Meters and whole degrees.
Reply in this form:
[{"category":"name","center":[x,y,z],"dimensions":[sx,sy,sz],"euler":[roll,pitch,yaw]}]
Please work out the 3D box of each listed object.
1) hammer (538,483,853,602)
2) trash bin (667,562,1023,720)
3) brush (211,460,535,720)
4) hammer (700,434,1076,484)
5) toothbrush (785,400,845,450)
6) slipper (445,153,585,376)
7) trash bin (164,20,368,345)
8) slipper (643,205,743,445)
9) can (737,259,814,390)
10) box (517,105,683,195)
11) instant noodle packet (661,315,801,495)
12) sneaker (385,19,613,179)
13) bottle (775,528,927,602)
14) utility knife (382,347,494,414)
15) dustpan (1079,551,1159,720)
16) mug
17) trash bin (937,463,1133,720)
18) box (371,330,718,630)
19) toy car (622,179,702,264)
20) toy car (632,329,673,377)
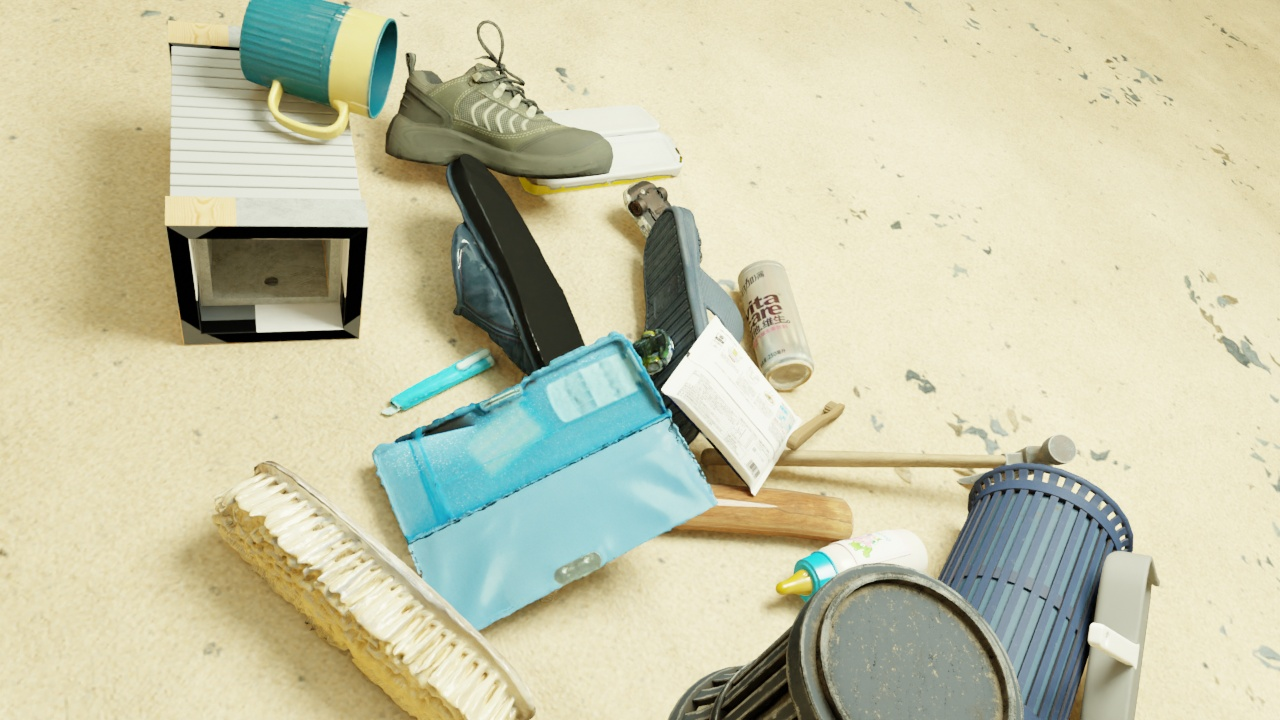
[{"category":"hammer","center":[0.046,0.132,0.788],"dimensions":[0.300,0.037,0.157],"euler":[6,51,-15]},{"category":"trash bin","center":[0.125,0.243,0.602],"dimensions":[0.164,0.228,0.164],"euler":[10,51,-13]},{"category":"brush","center":[-0.187,0.173,0.638],"dimensions":[0.271,0.083,0.056],"euler":[38,49,10]},{"category":"hammer","center":[0.221,0.095,0.853],"dimensions":[0.331,0.119,0.030],"euler":[0,72,-8]},{"category":"toothbrush","center":[0.164,0.059,0.860],"dimensions":[0.016,0.016,0.166],"euler":[26,19,20]},{"category":"slipper","center":[-0.132,-0.062,0.857],"dimensions":[0.265,0.084,0.108],"euler":[63,16,14]},{"category":"trash bin","center":[-0.330,-0.157,0.807],"dimensions":[0.142,0.143,0.246],"euler":[-3,55,-22]},{"category":"slipper","center":[0.057,-0.035,0.883],"dimensions":[0.082,0.101,0.263],"euler":[15,54,-25]},{"category":"can","center":[0.138,-0.037,0.945],"dimensions":[0.054,0.054,0.135],"euler":[4,53,-18]},{"category":"box","center":[-0.060,-0.250,1.063],"dimensions":[0.209,0.034,0.129],"euler":[-14,56,-28]},{"category":"instant noodle packet","center":[0.082,0.039,0.787],"dimensions":[0.134,0.026,0.086],"euler":[49,62,-22]},{"category":"sneaker","center":[-0.137,-0.262,0.934],"dimensions":[0.238,0.143,0.101],"euler":[10,11,7]},{"category":"bottle","center":[0.178,0.181,0.789],"dimensions":[0.146,0.051,0.051],"euler":[-7,56,-25]},{"category":"utility knife","center":[-0.179,0.018,0.811],"dimensions":[0.116,0.016,0.022],"euler":[-30,55,-33]},{"category":"dustpan","center":[0.366,0.225,0.698],"dimensions":[0.257,0.033,0.163],"euler":[31,70,-45]},{"category":"mug","center":[-0.267,-0.240,0.753],"dimensions":[0.107,0.083,0.113],"euler":[15,77,-9]},{"category":"trash bin","center":[0.299,0.216,0.750],"dimensions":[0.139,0.140,0.248],"euler":[36,51,9]},{"category":"box","center":[-0.078,0.094,0.721],"dimensions":[0.231,0.033,0.174],"euler":[-25,63,-8]},{"category":"toy car","center":[0.022,-0.143,0.990],"dimensions":[0.048,0.041,0.113],"euler":[-35,91,-37]},{"category":"toy car","center":[-0.005,0.005,0.846],"dimensions":[0.027,0.090,0.038],"euler":[39,31,-39]}]
